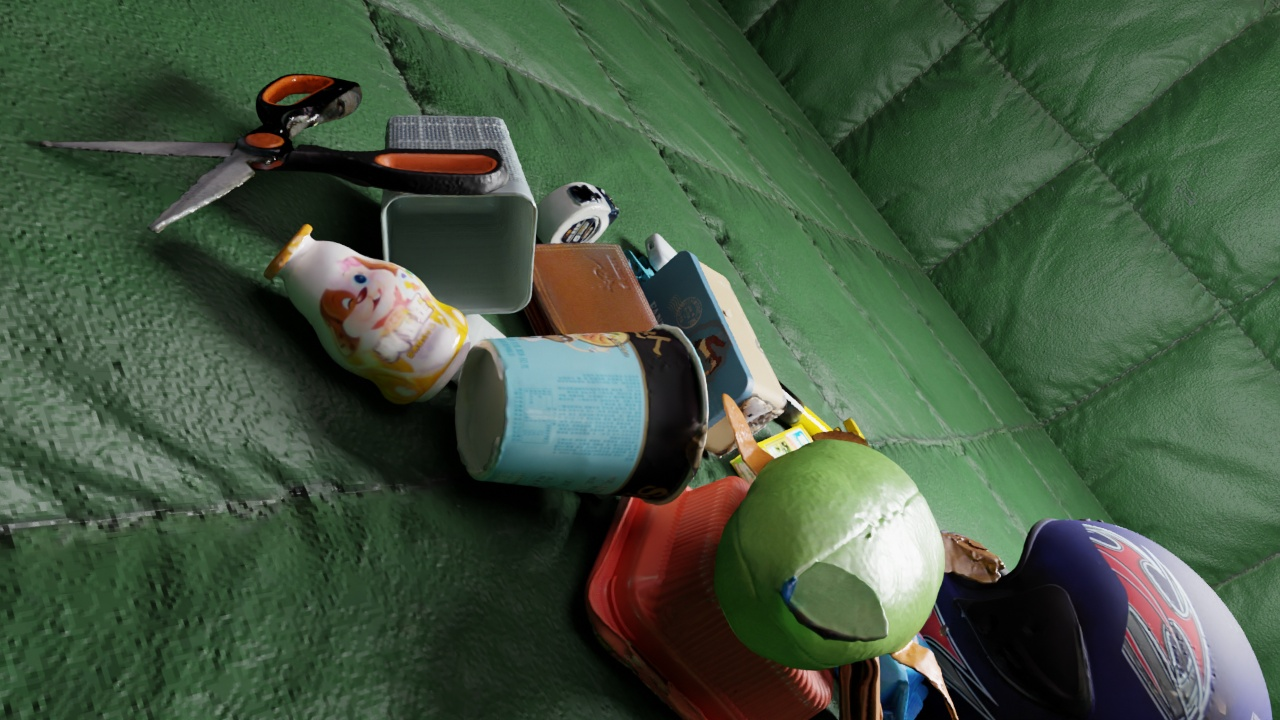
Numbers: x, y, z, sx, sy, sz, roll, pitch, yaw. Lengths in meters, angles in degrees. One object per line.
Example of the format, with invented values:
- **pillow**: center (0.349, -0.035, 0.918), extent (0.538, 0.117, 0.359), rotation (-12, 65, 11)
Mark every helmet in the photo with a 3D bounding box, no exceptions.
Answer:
- **helmet**: center (0.372, 0.253, 0.783), extent (0.247, 0.241, 0.314), rotation (35, 27, -34)

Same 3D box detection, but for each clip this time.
- **clip**: center (0.003, -0.086, 0.911), extent (0.034, 0.013, 0.054), rotation (10, 46, -55)

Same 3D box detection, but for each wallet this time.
- **wallet**: center (-0.034, -0.036, 0.699), extent (0.101, 0.032, 0.124), rotation (-9, 62, -36)
- **wallet**: center (0.142, 0.220, 0.600), extent (0.131, 0.031, 0.108), rotation (3, 87, -77)

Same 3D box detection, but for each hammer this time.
- **hammer**: center (0.159, 0.054, 0.955), extent (0.300, 0.033, 0.128), rotation (39, 25, -25)

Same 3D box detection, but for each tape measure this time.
- **tape measure**: center (-0.059, -0.121, 0.785), extent (0.033, 0.066, 0.066), rotation (54, 22, 20)

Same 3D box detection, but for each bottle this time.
- **bottle**: center (-0.147, -0.026, 0.495), extent (0.108, 0.063, 0.063), rotation (40, 26, -21)

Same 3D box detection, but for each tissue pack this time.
- **tissue pack**: center (0.179, 0.211, 0.732), extent (0.157, 0.052, 0.094), rotation (58, 25, 17)

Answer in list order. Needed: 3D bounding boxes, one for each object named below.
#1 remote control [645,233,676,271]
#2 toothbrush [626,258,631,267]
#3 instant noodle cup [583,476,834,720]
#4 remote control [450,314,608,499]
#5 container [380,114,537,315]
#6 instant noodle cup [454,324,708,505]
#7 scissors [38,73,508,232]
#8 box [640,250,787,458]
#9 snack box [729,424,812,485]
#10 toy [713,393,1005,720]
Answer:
- **remote control**: center (0.053, -0.076, 0.962), extent (0.136, 0.020, 0.055), rotation (43, 20, -30)
- **toothbrush**: center (-0.010, -0.062, 0.817), extent (0.016, 0.014, 0.189), rotation (41, 15, -20)
- **instant noodle cup**: center (0.060, 0.155, 0.574), extent (0.189, 0.079, 0.164), rotation (49, 27, -14)
- **remote control**: center (-0.069, 0.030, 0.601), extent (0.150, 0.021, 0.058), rotation (42, 26, -19)
- **container**: center (-0.120, -0.098, 0.589), extent (0.090, 0.090, 0.111), rotation (-3, 44, -15)
- **instant noodle cup**: center (-0.039, 0.030, 0.533), extent (0.120, 0.111, 0.111), rotation (4, 47, -30)
- **scissors**: center (-0.182, -0.112, 0.493), extent (0.221, 0.022, 0.234), rotation (7, 32, -8)
- **box**: center (0.051, -0.012, 0.794), extent (0.061, 0.090, 0.184), rotation (24, 32, -44)
- **snack box**: center (0.141, 0.110, 0.843), extent (0.087, 0.034, 0.140), rotation (56, 23, 12)
- **toy**: center (0.119, 0.107, 0.537), extent (0.227, 0.090, 0.246), rotation (51, 29, 19)
